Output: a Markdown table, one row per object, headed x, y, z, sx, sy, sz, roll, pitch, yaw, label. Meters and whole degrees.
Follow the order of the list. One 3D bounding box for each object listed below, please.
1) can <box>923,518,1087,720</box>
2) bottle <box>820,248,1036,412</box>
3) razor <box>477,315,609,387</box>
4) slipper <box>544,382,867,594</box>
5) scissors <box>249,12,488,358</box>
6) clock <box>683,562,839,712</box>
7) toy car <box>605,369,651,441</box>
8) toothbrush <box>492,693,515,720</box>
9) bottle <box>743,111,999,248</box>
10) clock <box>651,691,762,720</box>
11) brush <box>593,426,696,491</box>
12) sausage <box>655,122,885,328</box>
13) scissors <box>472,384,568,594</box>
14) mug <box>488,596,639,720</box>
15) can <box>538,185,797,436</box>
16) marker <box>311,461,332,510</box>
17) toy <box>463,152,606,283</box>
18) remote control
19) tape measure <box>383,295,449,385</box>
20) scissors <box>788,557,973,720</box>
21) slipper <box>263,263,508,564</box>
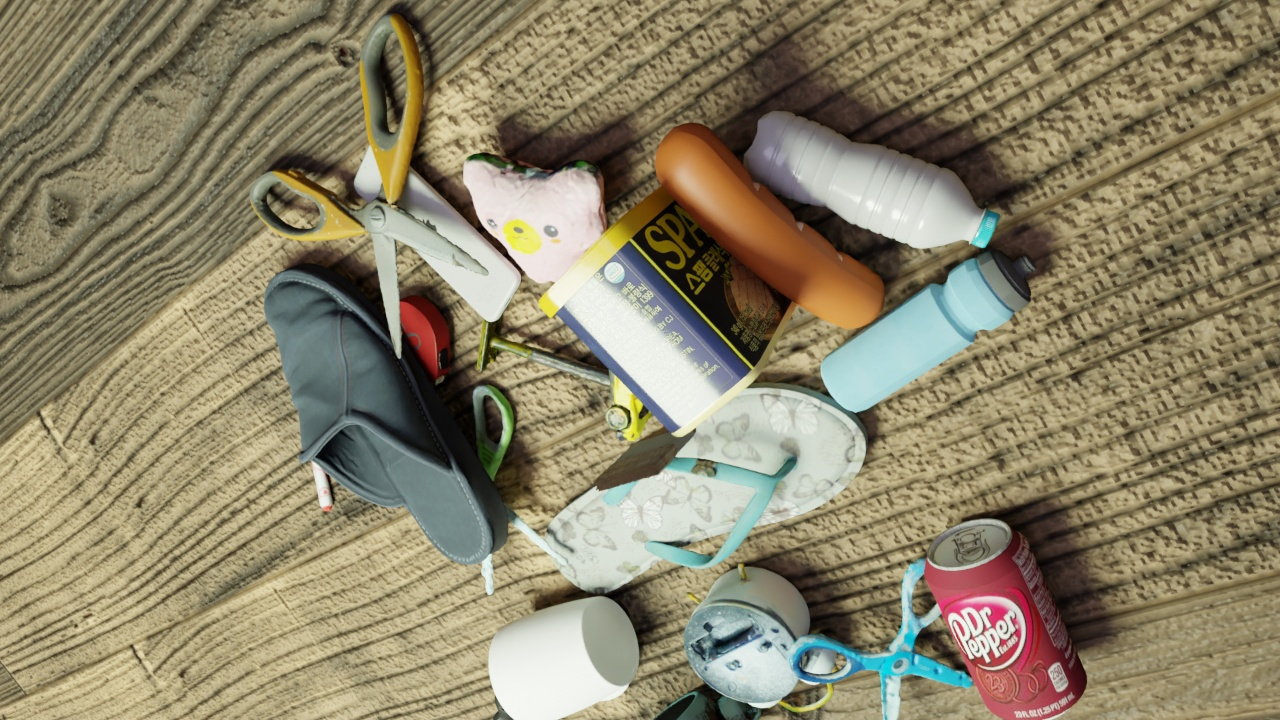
| x | y | z | sx | sy | sz | roll | pitch | yaw | label |
| --- | --- | --- | --- | --- | --- | --- | --- | --- | --- |
| 0.221 | 0.158 | 0.558 | 0.063 | 0.063 | 0.114 | -21 | 103 | 29 | can |
| 0.163 | -0.018 | 0.519 | 0.130 | 0.040 | 0.040 | -38 | 94 | 31 | bottle |
| -0.062 | 0.000 | 0.635 | 0.106 | 0.026 | 0.042 | 18 | 116 | 11 | razor |
| 0.024 | 0.094 | 0.622 | 0.270 | 0.054 | 0.098 | -31 | 95 | 32 | slipper |
| -0.183 | -0.119 | 0.617 | 0.225 | 0.016 | 0.230 | 23 | 110 | 25 | scissors |
| 0.085 | 0.200 | 0.639 | 0.083 | 0.056 | 0.117 | -37 | 94 | 31 | clock |
| -0.004 | 0.004 | 0.595 | 0.030 | 0.049 | 0.107 | 6 | 116 | 18 | toy car |
| -0.115 | 0.312 | 0.792 | 0.031 | 0.030 | 0.197 | 14 | 122 | -1 | toothbrush |
| 0.125 | -0.095 | 0.499 | 0.136 | 0.044 | 0.044 | 24 | 119 | 12 | bottle |
| 0.040 | 0.284 | 0.679 | 0.053 | 0.089 | 0.124 | 51 | 122 | 7 | clock |
| 0.026 | 0.034 | 0.540 | 0.045 | 0.142 | 0.008 | -21 | 101 | 38 | brush |
| 0.073 | -0.067 | 0.501 | 0.164 | 0.044 | 0.039 | 35 | 158 | -25 | sausage |
| -0.125 | 0.098 | 0.701 | 0.166 | 0.024 | 0.171 | 7 | 104 | 19 | scissors |
| -0.045 | 0.234 | 0.706 | 0.088 | 0.080 | 0.114 | -28 | 129 | 27 | mug |
| 0.023 | -0.036 | 0.517 | 0.104 | 0.134 | 0.075 | 46 | 121 | -4 | can |
| -0.271 | 0.062 | 0.756 | 0.013 | 0.012 | 0.142 | 6 | 115 | 21 | marker |
| -0.063 | -0.087 | 0.579 | 0.102 | 0.050 | 0.093 | 15 | 130 | 27 | toy |
| -0.139 | -0.089 | 0.623 | 0.146 | 0.008 | 0.045 | 44 | 123 | 11 | remote control |
| -0.160 | -0.018 | 0.668 | 0.059 | 0.019 | 0.052 | 37 | 125 | 12 | tape measure |
| 0.159 | 0.192 | 0.603 | 0.140 | 0.011 | 0.134 | -3 | 109 | -8 | scissors |
| -0.205 | 0.047 | 0.662 | 0.265 | 0.083 | 0.109 | 53 | 133 | 5 | slipper |
